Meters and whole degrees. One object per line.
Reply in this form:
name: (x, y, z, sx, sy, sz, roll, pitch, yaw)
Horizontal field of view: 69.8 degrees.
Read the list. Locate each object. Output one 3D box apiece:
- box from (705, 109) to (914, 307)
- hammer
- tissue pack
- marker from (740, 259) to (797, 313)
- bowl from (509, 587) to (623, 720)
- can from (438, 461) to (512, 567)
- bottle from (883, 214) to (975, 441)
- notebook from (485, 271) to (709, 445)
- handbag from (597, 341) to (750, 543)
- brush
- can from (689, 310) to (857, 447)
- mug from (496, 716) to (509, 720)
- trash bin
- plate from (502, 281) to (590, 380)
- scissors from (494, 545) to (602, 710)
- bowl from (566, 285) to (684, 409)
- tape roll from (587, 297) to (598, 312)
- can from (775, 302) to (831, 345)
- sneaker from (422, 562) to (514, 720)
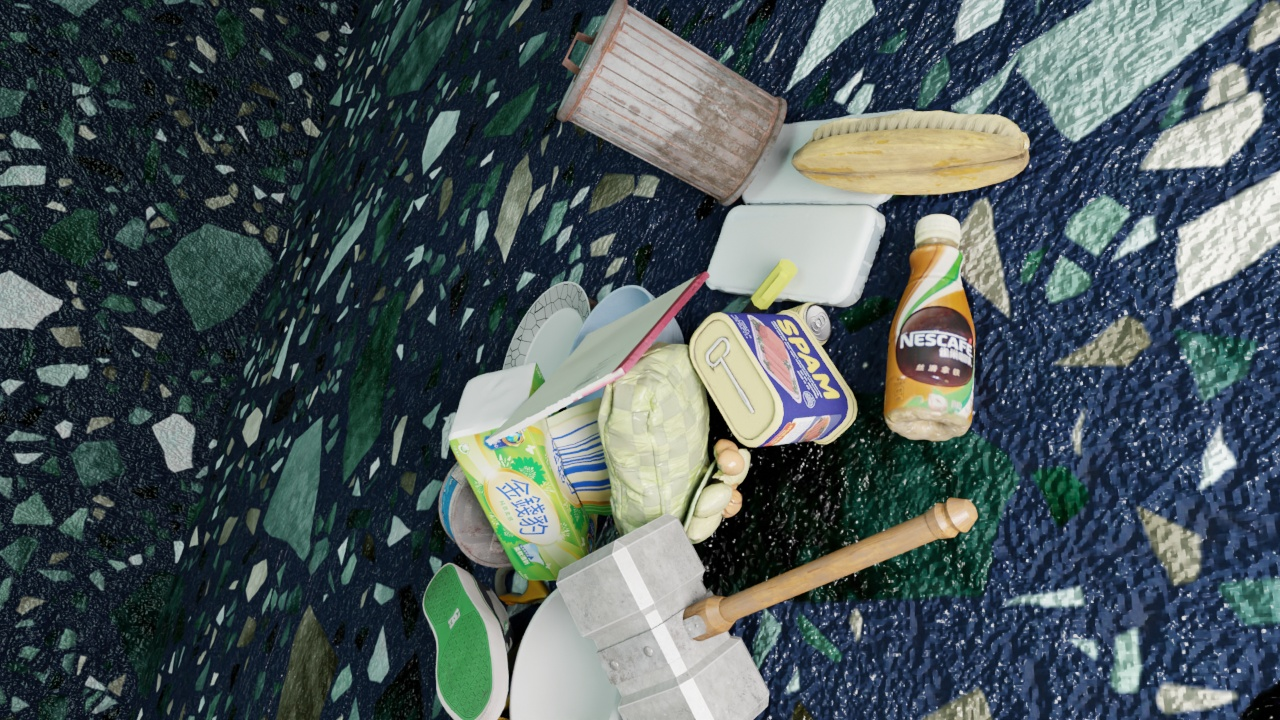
box: (0.153, -0.143, 0.854, 0.209, 0.037, 0.189, 19, 89, 57)
hammer: (0.092, 0.159, 0.632, 0.319, 0.082, 0.162, -36, 78, 38)
tissue pack: (-0.077, 0.103, 0.888, 0.141, 0.198, 0.120, -15, 36, 10)
marker: (0.103, -0.045, 0.842, 0.124, 0.017, 0.021, -54, 3, 45)
bowl: (-0.043, 0.288, 0.820, 0.177, 0.066, 0.176, -33, 45, 40)
can: (-0.150, 0.156, 0.998, 0.044, 0.130, 0.130, 22, 88, 57)
bottle: (0.212, -0.028, 0.666, 0.059, 0.059, 0.166, -17, 56, 50)
notebook: (-0.031, -0.007, 0.797, 0.153, 0.012, 0.208, -27, 13, 32)
handbag: (0.034, 0.078, 0.763, 0.117, 0.187, 0.113, 11, 39, 22)
brush: (0.211, -0.166, 0.734, 0.196, 0.059, 0.043, 8, 61, 41)
can: (0.103, 0.013, 0.730, 0.057, 0.092, 0.116, -50, 56, 36)
mug: (-0.136, 0.397, 0.834, 0.100, 0.124, 0.094, -46, -9, -1)
trash bin: (0.023, -0.258, 0.914, 0.131, 0.211, 0.130, -58, 14, 24)
plate: (-0.109, -0.002, 1.087, 0.189, 0.016, 0.188, -32, 47, 42)
scissors: (-0.107, 0.278, 0.965, 0.226, 0.016, 0.216, -7, 65, 53)
bowl: (-0.006, 0.005, 0.940, 0.151, 0.074, 0.150, -34, 45, 41)
tape roll: (-0.078, -0.031, 1.107, 0.094, 0.030, 0.093, -33, 45, 40)
can: (0.126, -0.023, 0.805, 0.080, 0.038, 0.038, -19, 54, 49)
sneaker: (-0.159, 0.292, 0.932, 0.084, 0.079, 0.235, -52, 27, 2)
